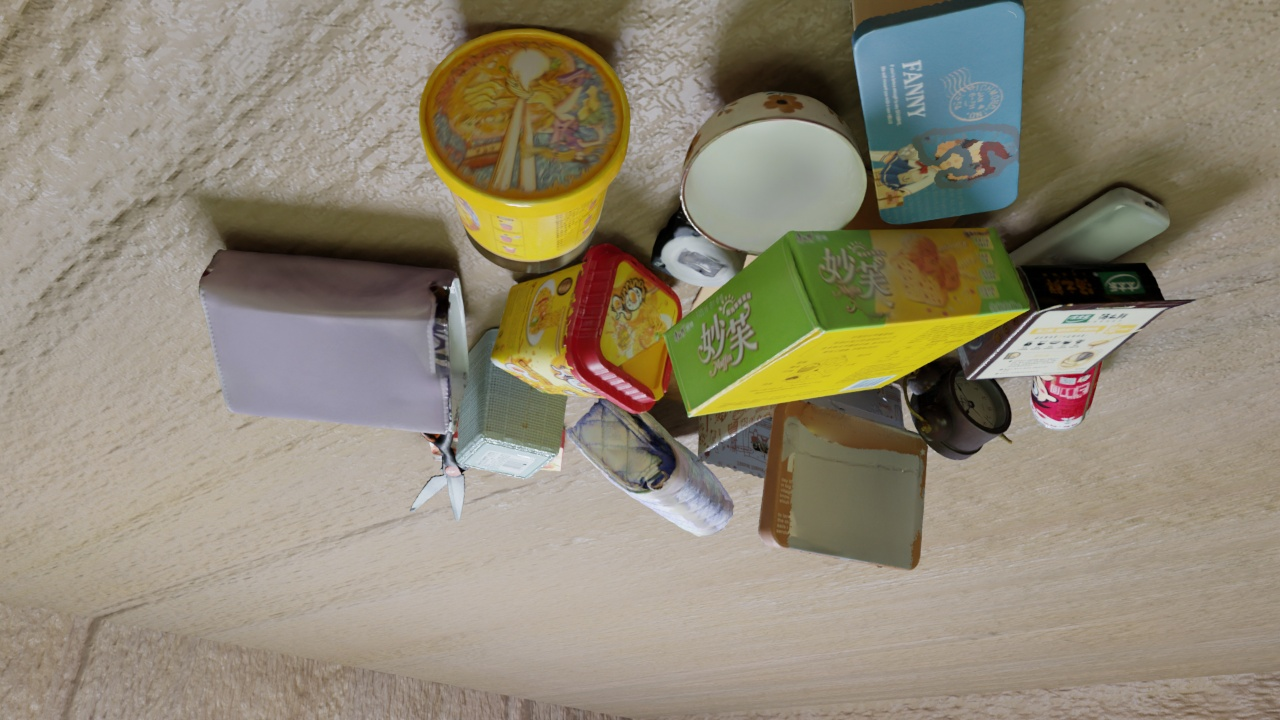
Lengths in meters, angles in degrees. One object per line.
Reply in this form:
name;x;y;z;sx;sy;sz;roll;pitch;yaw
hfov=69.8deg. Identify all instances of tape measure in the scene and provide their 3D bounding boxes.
tape measure;0.048;-0.085;0.686;0.066;0.033;0.066;20;151;-11

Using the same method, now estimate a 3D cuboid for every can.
can;0.383;0.015;0.827;0.053;0.053;0.133;-6;151;16

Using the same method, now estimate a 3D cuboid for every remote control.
remote control;0.320;-0.082;0.688;0.055;0.020;0.136;16;150;-23

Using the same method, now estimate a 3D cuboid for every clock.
clock;0.292;0.045;0.863;0.122;0.082;0.055;15;145;-23

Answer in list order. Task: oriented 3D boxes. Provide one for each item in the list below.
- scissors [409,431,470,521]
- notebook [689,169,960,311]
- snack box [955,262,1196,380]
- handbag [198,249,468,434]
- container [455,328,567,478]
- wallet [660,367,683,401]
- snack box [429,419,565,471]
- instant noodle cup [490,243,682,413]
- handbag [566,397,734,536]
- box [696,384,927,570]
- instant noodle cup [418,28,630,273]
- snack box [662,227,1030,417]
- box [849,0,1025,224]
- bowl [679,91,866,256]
scissors;-0.196;0.110;1.028;0.211;0.021;0.222;-9;132;9
notebook;0.138;-0.080;0.721;0.149;0.012;0.212;10;151;-10
snack box;0.322;-0.031;0.695;0.113;0.053;0.126;-3;150;-14
handbag;-0.250;-0.021;0.775;0.197;0.098;0.145;5;136;-2
container;-0.122;0.045;0.870;0.090;0.111;0.090;17;149;-23
wallet;-0.005;0.005;0.885;0.115;0.020;0.101;4;150;3
snack box;-0.165;0.098;1.063;0.153;0.025;0.075;6;152;-5
instant noodle cup;-0.048;-0.022;0.752;0.124;0.115;0.116;-4;154;38
handbag;0.016;0.109;0.954;0.075;0.134;0.194;-48;149;0
box;0.166;0.111;0.879;0.183;0.193;0.157;17;150;-24
instant noodle cup;-0.069;-0.119;0.565;0.118;0.118;0.115;4;159;-3
snack box;0.145;-0.028;0.654;0.209;0.070;0.158;-6;161;-33
box;0.171;-0.156;0.527;0.090;0.059;0.184;-9;151;19
bowl;0.082;-0.126;0.578;0.113;0.062;0.114;2;145;1
